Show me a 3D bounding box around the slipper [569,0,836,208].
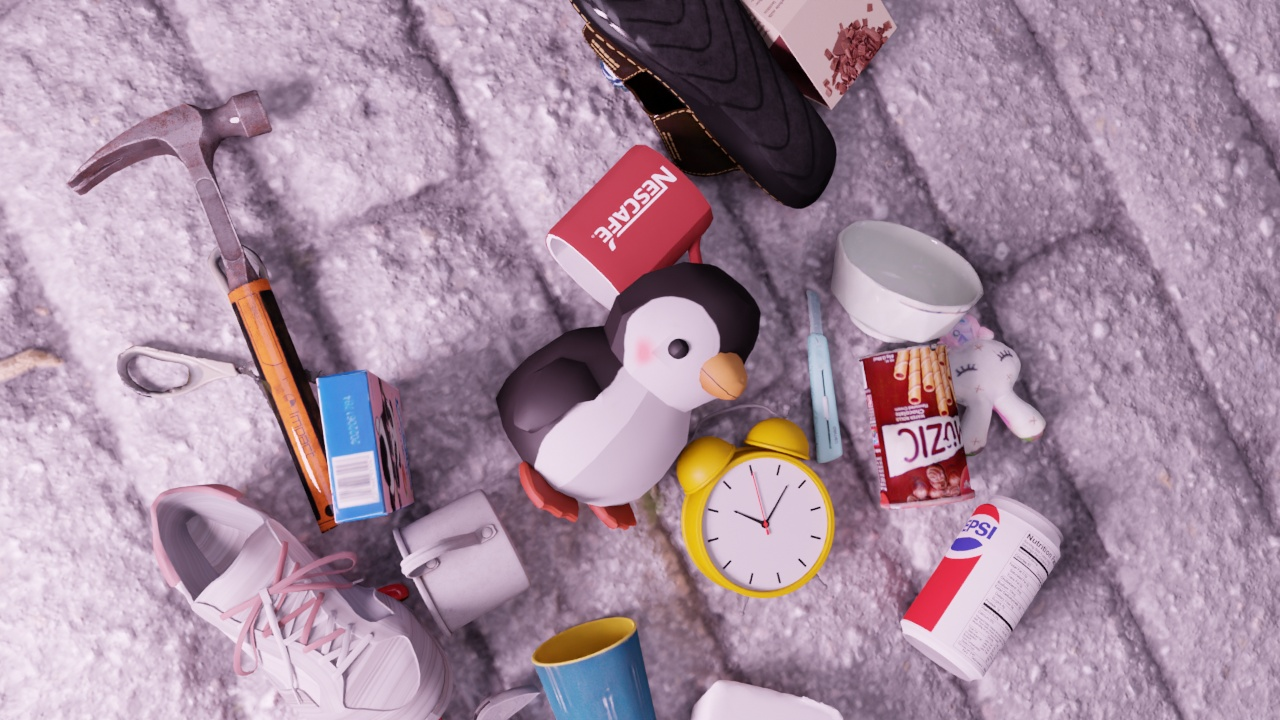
[{"bbox_3d":[0.047,-0.217,0.715,0.268,0.076,0.112,38,73,-23],"label":"slipper"}]

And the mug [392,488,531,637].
[{"bbox_3d":[-0.124,0.135,0.629,0.070,0.113,0.084,-27,73,-15],"label":"mug"}]

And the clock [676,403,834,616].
[{"bbox_3d":[0.087,0.109,0.702,0.113,0.052,0.152,-14,90,-12],"label":"clock"}]

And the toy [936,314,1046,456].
[{"bbox_3d":[0.278,0.016,0.753,0.079,0.038,0.122,-21,85,-5],"label":"toy"}]

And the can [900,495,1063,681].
[{"bbox_3d":[0.266,0.177,0.716,0.070,0.070,0.132,39,79,-4],"label":"can"}]

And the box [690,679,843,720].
[{"bbox_3d":[0.076,0.335,0.671,0.107,0.132,0.151,15,50,-7],"label":"box"}]

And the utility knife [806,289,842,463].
[{"bbox_3d":[0.145,0.012,0.742,0.022,0.015,0.141,-3,81,-9],"label":"utility knife"}]

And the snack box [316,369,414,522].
[{"bbox_3d":[-0.178,0.057,0.606,0.033,0.154,0.088,-8,85,-9],"label":"snack box"}]

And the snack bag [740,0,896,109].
[{"bbox_3d":[0.103,-0.303,0.738,0.206,0.070,0.094,39,79,-4],"label":"snack bag"}]

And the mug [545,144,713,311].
[{"bbox_3d":[0.003,-0.086,0.691,0.116,0.080,0.096,43,79,-2],"label":"mug"}]

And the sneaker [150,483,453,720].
[{"bbox_3d":[-0.225,0.153,0.577,0.236,0.089,0.099,28,73,19],"label":"sneaker"}]

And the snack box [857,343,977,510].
[{"bbox_3d":[0.216,0.051,0.720,0.072,0.072,0.121,-7,85,-11],"label":"snack box"}]

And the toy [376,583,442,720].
[{"bbox_3d":[-0.181,0.228,0.645,0.088,0.094,0.132,-15,60,18],"label":"toy"}]

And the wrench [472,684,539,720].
[{"bbox_3d":[-0.155,0.345,0.640,0.273,0.018,0.083,-47,115,-11],"label":"wrench"}]

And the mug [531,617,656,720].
[{"bbox_3d":[-0.023,0.256,0.656,0.078,0.078,0.121,-17,92,-12],"label":"mug"}]

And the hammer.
[{"bbox_3d":[-0.280,-0.025,0.644,0.137,0.035,0.314,-22,89,-16],"label":"hammer"}]

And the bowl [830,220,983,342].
[{"bbox_3d":[0.201,-0.054,0.723,0.117,0.061,0.117,11,37,-9],"label":"bowl"}]

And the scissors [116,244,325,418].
[{"bbox_3d":[-0.290,-0.008,0.665,0.170,0.013,0.157,-1,86,-11],"label":"scissors"}]

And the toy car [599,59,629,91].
[{"bbox_3d":[0.006,-0.256,0.738,0.089,0.027,0.038,-45,95,-12],"label":"toy car"}]

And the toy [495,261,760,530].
[{"bbox_3d":[-0.004,0.003,0.633,0.184,0.159,0.140,-44,56,15],"label":"toy"}]
